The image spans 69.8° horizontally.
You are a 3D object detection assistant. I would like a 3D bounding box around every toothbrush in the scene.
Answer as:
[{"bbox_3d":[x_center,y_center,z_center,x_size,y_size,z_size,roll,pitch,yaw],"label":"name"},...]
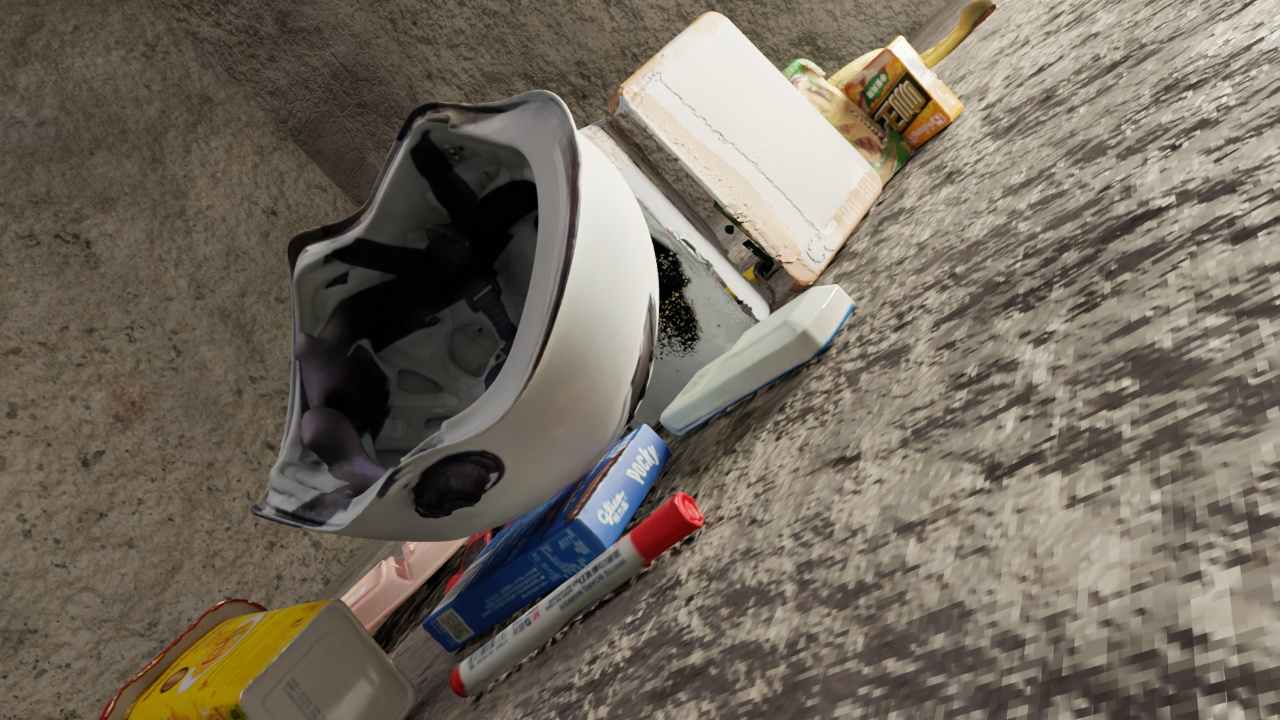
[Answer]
[{"bbox_3d":[-0.186,0.182,0.923,0.014,0.017,0.188,-32,6,10],"label":"toothbrush"}]

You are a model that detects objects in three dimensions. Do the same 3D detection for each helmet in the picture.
[{"bbox_3d":[-0.081,-0.009,0.493,0.259,0.145,0.228,-32,50,27],"label":"helmet"}]

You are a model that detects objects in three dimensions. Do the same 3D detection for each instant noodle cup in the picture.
[{"bbox_3d":[-0.196,0.189,0.487,0.124,0.116,0.115,-26,15,35],"label":"instant noodle cup"}]

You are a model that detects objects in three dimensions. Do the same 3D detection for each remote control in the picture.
[{"bbox_3d":[0.058,0.001,0.481,0.048,0.024,0.125,-47,6,-39],"label":"remote control"}]

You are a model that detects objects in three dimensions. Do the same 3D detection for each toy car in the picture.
[{"bbox_3d":[-0.098,0.127,0.617,0.049,0.031,0.106,-41,8,37],"label":"toy car"}]

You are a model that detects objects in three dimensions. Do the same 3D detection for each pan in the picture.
[{"bbox_3d":[0.209,-0.234,0.838,0.197,0.078,0.358,-38,-9,-16],"label":"pan"}]

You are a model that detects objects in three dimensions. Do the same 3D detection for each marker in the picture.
[{"bbox_3d":[-0.031,0.102,0.386,0.145,0.017,0.017,-42,6,22],"label":"marker"}]

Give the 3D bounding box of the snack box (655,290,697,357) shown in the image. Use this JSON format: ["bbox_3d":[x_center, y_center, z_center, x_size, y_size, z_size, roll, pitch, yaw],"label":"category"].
[{"bbox_3d":[-0.005,0.004,0.768,0.087,0.033,0.140,-33,20,49],"label":"snack box"}]

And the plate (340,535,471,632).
[{"bbox_3d":[-0.211,0.183,0.819,0.229,0.028,0.229,-41,5,4],"label":"plate"}]

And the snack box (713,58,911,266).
[{"bbox_3d":[0.124,-0.149,0.739,0.117,0.118,0.106,-46,-4,-19],"label":"snack box"}]

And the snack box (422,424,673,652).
[{"bbox_3d":[-0.053,0.100,0.505,0.158,0.026,0.084,-39,7,38],"label":"snack box"}]

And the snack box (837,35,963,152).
[{"bbox_3d":[0.181,-0.188,0.748,0.026,0.075,0.154,-46,6,-32],"label":"snack box"}]

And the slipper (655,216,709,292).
[{"bbox_3d":[-0.016,-0.050,1.031,0.246,0.104,0.074,-49,2,11],"label":"slipper"}]

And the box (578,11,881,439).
[{"bbox_3d":[0.026,-0.093,0.607,0.269,0.179,0.136,-45,5,-4],"label":"box"}]

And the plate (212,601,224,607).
[{"bbox_3d":[-0.323,0.281,0.686,0.192,0.039,0.192,-169,91,-81],"label":"plate"}]

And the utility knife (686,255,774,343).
[{"bbox_3d":[0.035,-0.018,0.823,0.224,0.015,0.033,-40,7,25],"label":"utility knife"}]
